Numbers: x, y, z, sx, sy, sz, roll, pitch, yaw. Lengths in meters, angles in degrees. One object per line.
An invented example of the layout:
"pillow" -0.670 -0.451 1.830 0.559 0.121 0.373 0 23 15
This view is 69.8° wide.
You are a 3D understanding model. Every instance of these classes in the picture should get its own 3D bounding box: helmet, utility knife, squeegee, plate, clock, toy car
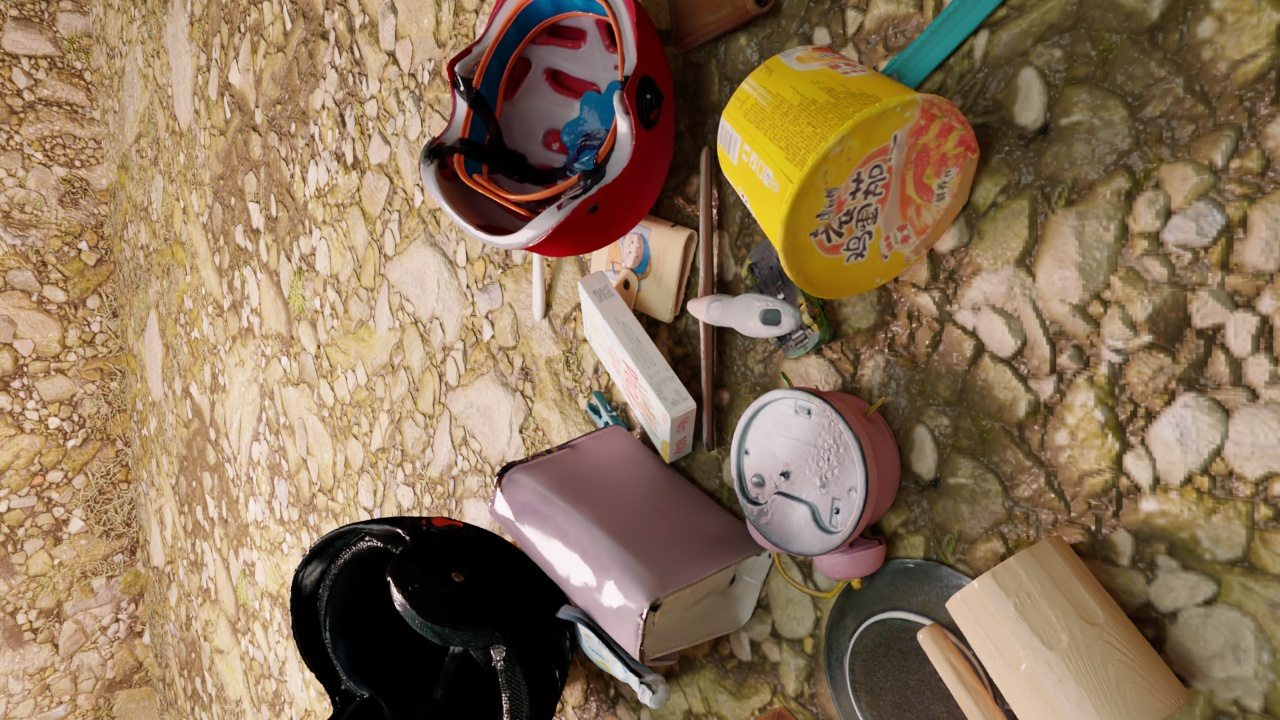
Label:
"helmet" -0.192 0.262 0.858 0.275 0.229 0.234 34 107 23
"utility knife" 0.211 -0.228 0.545 0.217 0.013 0.029 -45 63 42
"squeegee" 0.058 -0.036 0.625 0.249 0.040 0.248 -142 52 -80
"plate" 0.192 0.224 0.621 0.180 0.024 0.179 7 100 48
"clock" 0.124 0.093 0.653 0.117 0.059 0.158 16 105 45
"helmet" -0.055 -0.195 0.758 0.207 0.143 0.240 19 90 35
"toy car" 0.108 -0.047 0.669 0.043 0.036 0.091 -38 68 45

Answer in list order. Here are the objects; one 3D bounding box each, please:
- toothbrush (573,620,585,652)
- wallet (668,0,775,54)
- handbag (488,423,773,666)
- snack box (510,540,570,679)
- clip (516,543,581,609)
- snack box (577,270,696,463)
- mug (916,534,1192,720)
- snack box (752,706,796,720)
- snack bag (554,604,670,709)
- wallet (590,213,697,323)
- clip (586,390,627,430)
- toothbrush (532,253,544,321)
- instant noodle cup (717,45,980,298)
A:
"toothbrush" -0.041 0.213 0.890 0.018 0.014 0.189 31 118 31
"wallet" 0.057 -0.309 0.698 0.101 0.032 0.124 -1 94 51
"handbag" -0.013 0.147 0.745 0.197 0.144 0.099 34 116 38
"snack box" -0.131 0.280 0.989 0.077 0.027 0.155 -43 63 42
"clip" -0.096 0.215 0.937 0.103 0.034 0.093 23 113 40
"snack box" -0.005 0.005 0.783 0.156 0.026 0.085 57 164 28
"mug" 0.228 0.176 0.531 0.103 0.084 0.125 60 137 27
"snack box" 0.100 0.340 0.699 0.094 0.076 0.093 39 122 38
"snack bag" -0.023 0.244 0.767 0.110 0.038 0.191 47 167 10
"wallet" -0.001 -0.085 0.799 0.115 0.024 0.087 28 110 42
"clip" -0.032 0.054 0.858 0.056 0.014 0.043 55 131 31
"toothbrush" -0.096 -0.120 0.888 0.016 0.016 0.180 33 130 42
"instant noodle cup" 0.120 -0.125 0.578 0.109 0.137 0.138 57 133 42
